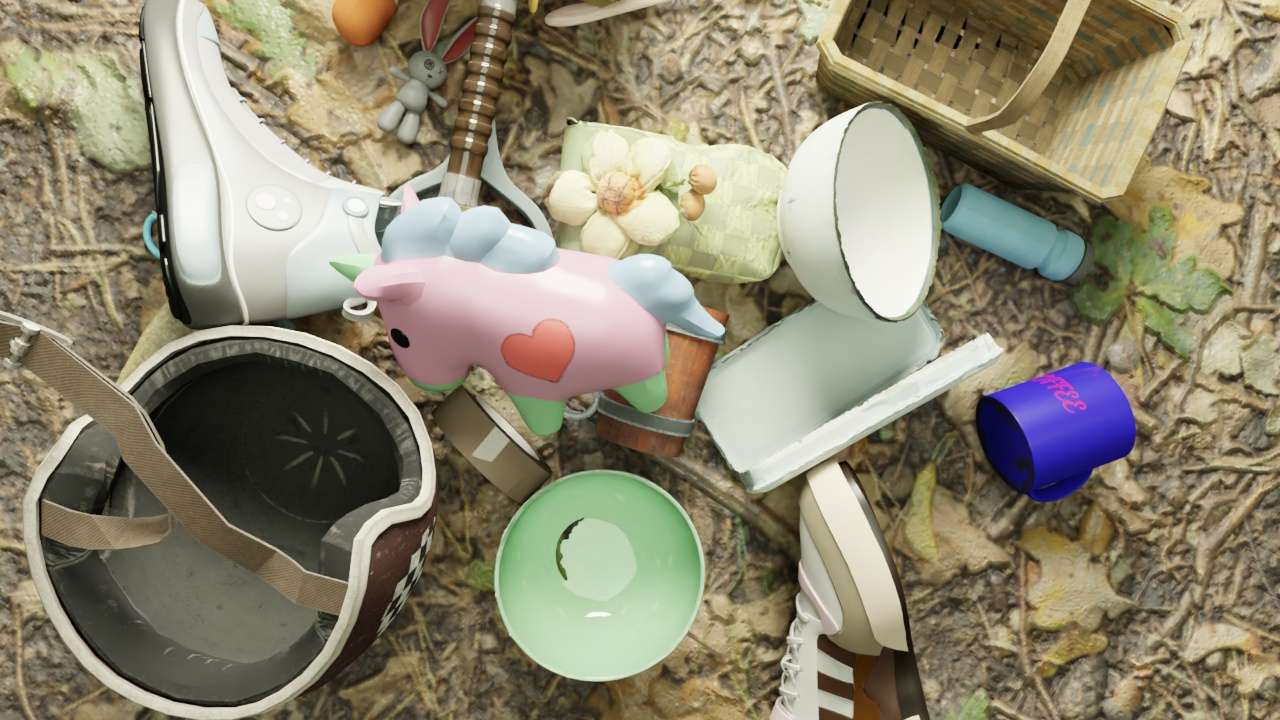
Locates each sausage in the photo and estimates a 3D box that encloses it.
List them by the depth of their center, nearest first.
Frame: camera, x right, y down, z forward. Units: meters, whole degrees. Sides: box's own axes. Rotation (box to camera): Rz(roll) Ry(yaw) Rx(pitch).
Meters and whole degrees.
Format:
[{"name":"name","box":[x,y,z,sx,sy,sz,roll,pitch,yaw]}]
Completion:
[{"name":"sausage","box":[-0.164,-0.299,0.676,0.044,0.039,0.164,45,87,-8]}]

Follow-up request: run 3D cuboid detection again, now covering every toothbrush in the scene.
[{"name":"toothbrush","box":[0.015,-0.279,0.707,0.181,0.018,0.015,-13,91,-3]}]

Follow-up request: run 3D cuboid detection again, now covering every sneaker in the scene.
[{"name":"sneaker","box":[-0.254,-0.143,0.640,0.160,0.093,0.256,-5,68,-26]},{"name":"sneaker","box":[0.141,0.217,0.688,0.116,0.111,0.294,-14,105,7]}]

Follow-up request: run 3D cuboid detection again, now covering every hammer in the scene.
[{"name":"hammer","box":[-0.108,-0.198,0.631,0.190,0.101,0.325,12,96,-16]}]

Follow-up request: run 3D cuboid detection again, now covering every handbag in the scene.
[{"name":"handbag","box":[0.023,-0.115,0.660,0.186,0.117,0.113,4,92,-6]}]

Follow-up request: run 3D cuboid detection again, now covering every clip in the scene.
[{"name":"clip","box":[-0.150,-0.105,0.688,0.164,0.031,0.169,-19,92,-7]}]

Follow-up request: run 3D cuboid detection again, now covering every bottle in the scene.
[{"name":"bottle","box":[0.303,-0.097,0.727,0.130,0.040,0.040,23,89,-6]}]

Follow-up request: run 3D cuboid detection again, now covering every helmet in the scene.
[{"name":"helmet","box":[-0.248,0.090,0.567,0.233,0.253,0.234,15,106,-1]}]

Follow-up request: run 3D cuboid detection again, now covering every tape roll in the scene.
[{"name":"tape roll","box":[-0.107,0.059,0.662,0.030,0.094,0.093,-45,95,-4]}]

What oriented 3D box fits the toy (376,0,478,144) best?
[{"name":"toy","box":[-0.158,-0.216,0.683,0.049,0.030,0.111,27,91,-34]}]

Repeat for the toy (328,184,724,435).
[{"name":"toy","box":[-0.068,-0.036,0.582,0.222,0.119,0.171,-12,127,13]}]

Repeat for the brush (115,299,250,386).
[{"name":"brush","box":[-0.336,0.007,0.662,0.059,0.043,0.195,31,91,-6]}]

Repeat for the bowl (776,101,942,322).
[{"name":"bowl","box":[0.150,-0.102,0.661,0.153,0.073,0.153,1,89,-48]}]

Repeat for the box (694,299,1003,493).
[{"name":"box","box":[0.150,0.017,0.682,0.210,0.105,0.130,-35,91,-4]}]

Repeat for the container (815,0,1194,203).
[{"name":"container","box":[0.260,-0.226,0.646,0.250,0.186,0.157,25,88,-6]}]

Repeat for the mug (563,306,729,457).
[{"name":"mug","box":[-0.004,0.004,0.685,0.117,0.081,0.111,17,93,12]}]

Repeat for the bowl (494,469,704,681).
[{"name":"bowl","box":[-0.032,0.151,0.680,0.151,0.077,0.151,0,91,-6]}]

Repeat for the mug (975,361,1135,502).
[{"name":"mug","box":[0.323,0.065,0.720,0.083,0.079,0.111,-19,121,-5]}]

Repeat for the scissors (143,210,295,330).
[{"name":"scissors","box":[-0.309,-0.068,0.680,0.136,0.015,0.055,44,86,-3]}]
